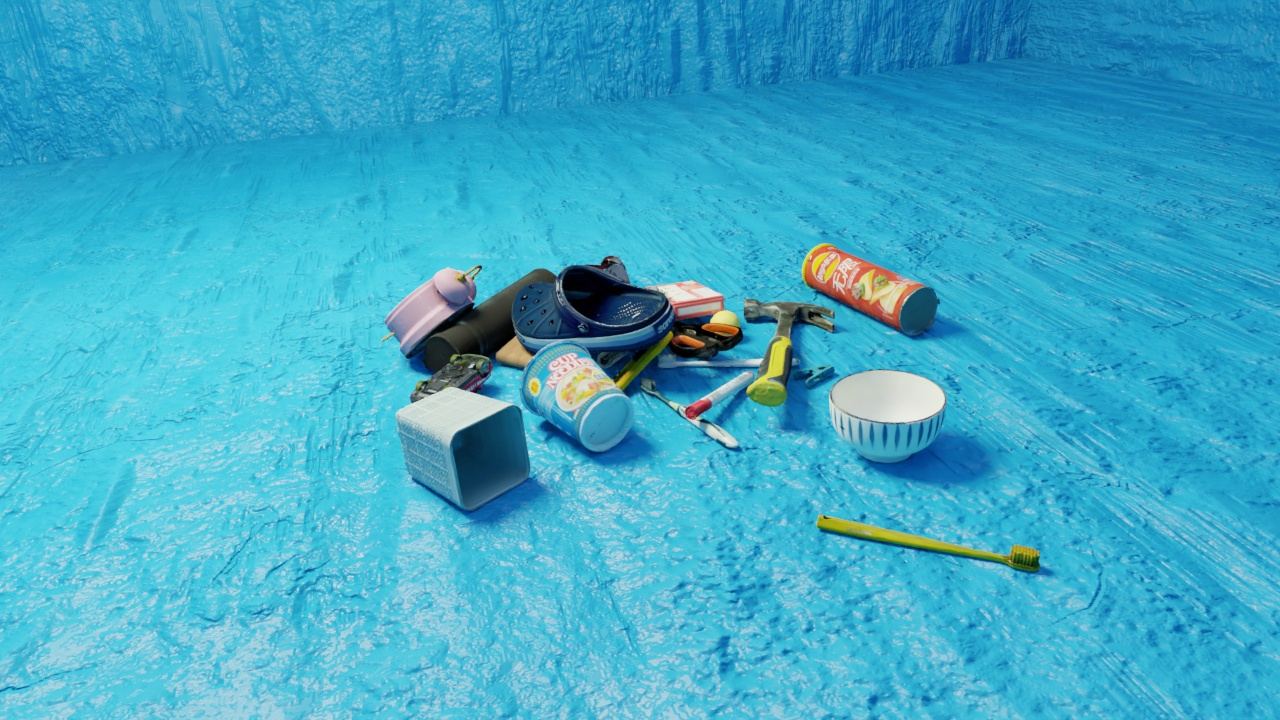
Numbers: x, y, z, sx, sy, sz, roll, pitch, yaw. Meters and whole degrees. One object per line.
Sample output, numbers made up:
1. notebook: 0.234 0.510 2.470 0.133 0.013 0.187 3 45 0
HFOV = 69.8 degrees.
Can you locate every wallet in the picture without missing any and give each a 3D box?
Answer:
1. wallet: -0.007 -0.046 1.222 0.107 0.037 0.129 -32 20 17
2. wallet: -0.119 -0.023 1.218 0.101 0.020 0.115 13 43 30

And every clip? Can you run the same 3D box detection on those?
1. clip: 0.214 0.017 1.118 0.055 0.013 0.034 -18 30 -28

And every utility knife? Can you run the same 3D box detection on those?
1. utility knife: -0.007 0.007 1.134 0.033 0.015 0.176 -10 28 44

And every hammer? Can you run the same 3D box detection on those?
1. hammer: 0.177 -0.018 1.145 0.126 0.032 0.322 3 21 12

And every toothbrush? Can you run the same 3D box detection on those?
1. toothbrush: 0.111 0.000 1.163 0.180 0.016 0.016 0 25 7
2. toothbrush: 0.251 0.158 0.812 0.190 0.017 0.015 8 27 23
3. toothbrush: 0.052 0.057 1.050 0.016 0.018 0.192 -18 29 -28

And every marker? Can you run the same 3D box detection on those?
1. marker: 0.095 0.039 1.064 0.017 0.017 0.144 13 22 31

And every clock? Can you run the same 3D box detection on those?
1. clock: -0.051 -0.105 1.333 0.055 0.082 0.121 7 29 35
2. clock: -0.270 -0.073 1.224 0.158 0.060 0.117 -39 2 3

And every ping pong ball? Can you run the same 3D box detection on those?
1. ping pong ball: 0.114 -0.047 1.233 0.040 0.040 0.040 -3 26 1

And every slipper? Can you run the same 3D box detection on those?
1. slipper: -0.075 -0.066 1.148 0.253 0.095 0.104 7 42 37

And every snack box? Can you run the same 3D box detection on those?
1. snack box: 0.061 -0.088 1.311 0.075 0.025 0.153 -10 15 -11

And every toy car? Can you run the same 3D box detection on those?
1. toy car: -0.227 0.032 1.110 0.053 0.045 0.120 12 35 25

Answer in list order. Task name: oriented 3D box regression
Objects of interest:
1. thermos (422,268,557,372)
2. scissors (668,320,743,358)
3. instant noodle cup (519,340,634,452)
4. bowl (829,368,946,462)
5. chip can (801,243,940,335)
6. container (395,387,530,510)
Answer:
1. thermos: -0.206 -0.054 1.268 0.090 0.068 0.241 -13 17 36
2. scissors: 0.060 -0.043 1.240 0.139 0.022 0.235 -13 20 -4
3. instant noodle cup: -0.065 0.044 1.017 0.099 0.099 0.110 -20 37 -31
4. bowl: 0.255 0.063 0.953 0.116 0.066 0.116 -4 26 2
5. chip can: 0.317 -0.102 1.288 0.073 0.073 0.216 -15 29 -22
6. container: -0.187 0.084 0.946 0.112 0.090 0.089 17 32 41
